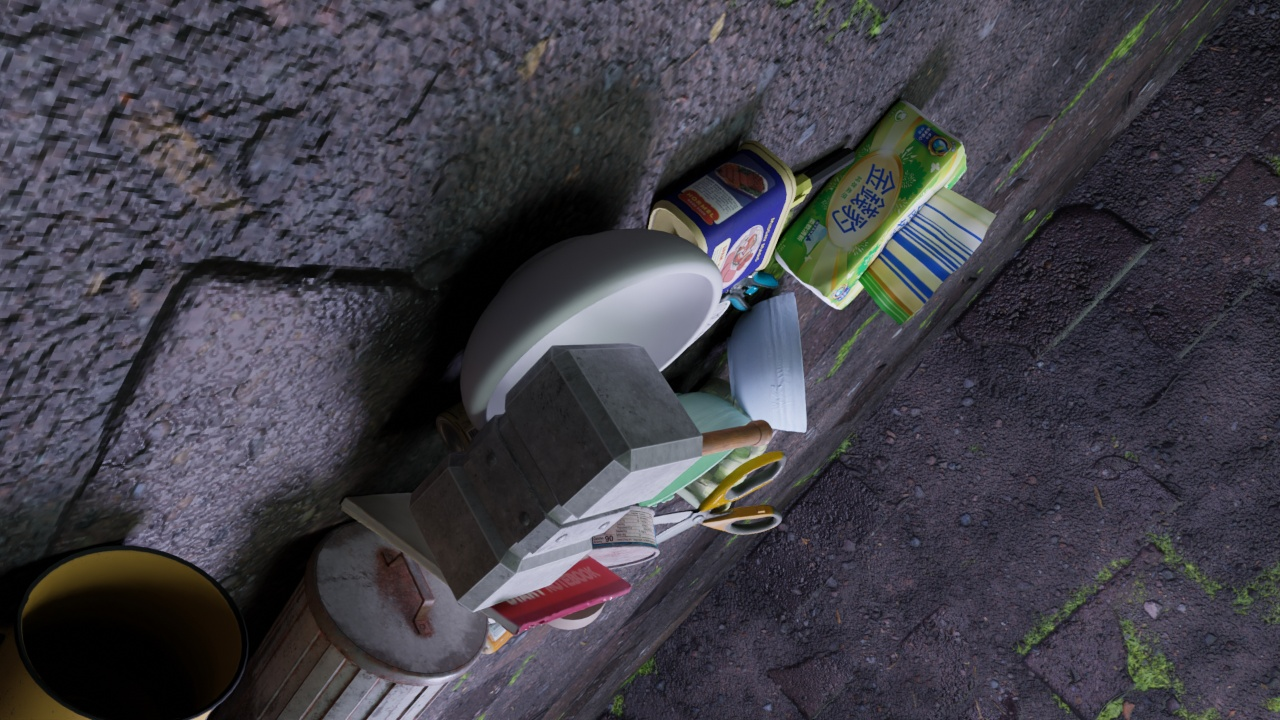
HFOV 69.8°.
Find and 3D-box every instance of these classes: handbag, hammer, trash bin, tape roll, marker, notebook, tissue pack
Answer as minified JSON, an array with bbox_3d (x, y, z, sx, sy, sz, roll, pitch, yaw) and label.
[{"bbox_3d":[0.096,0.100,1.103,0.116,0.113,0.187,-37,161,-49],"label":"handbag"},{"bbox_3d":[0.014,0.064,0.639,0.163,0.083,0.317,-44,158,28],"label":"hammer"},{"bbox_3d":[-0.207,0.218,0.643,0.211,0.131,0.130,-52,162,22],"label":"trash bin"},{"bbox_3d":[-0.084,0.265,1.078,0.093,0.093,0.030,-34,159,-33],"label":"tape roll"},{"bbox_3d":[0.151,-0.159,0.806,0.123,0.021,0.018,-35,160,-35],"label":"marker"},{"bbox_3d":[-0.101,0.139,0.674,0.012,0.153,0.208,-61,161,4],"label":"notebook"},{"bbox_3d":[0.249,-0.127,0.896,0.198,0.141,0.120,-52,161,18],"label":"tissue pack"}]

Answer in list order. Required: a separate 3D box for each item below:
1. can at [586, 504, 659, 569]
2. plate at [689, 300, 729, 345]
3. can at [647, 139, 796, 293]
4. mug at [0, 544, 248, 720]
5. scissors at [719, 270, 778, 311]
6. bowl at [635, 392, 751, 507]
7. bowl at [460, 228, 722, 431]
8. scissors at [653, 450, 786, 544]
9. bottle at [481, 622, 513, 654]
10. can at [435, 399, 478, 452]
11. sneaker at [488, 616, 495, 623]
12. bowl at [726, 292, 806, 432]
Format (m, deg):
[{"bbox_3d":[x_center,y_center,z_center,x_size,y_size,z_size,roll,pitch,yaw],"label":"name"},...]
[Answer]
[{"bbox_3d":[-0.047,0.189,0.966,0.130,0.044,0.130,-6,158,-3],"label":"can"},{"bbox_3d":[-0.004,0.004,0.767,0.188,0.016,0.188,-38,174,-5],"label":"plate"},{"bbox_3d":[0.053,-0.092,0.675,0.092,0.056,0.116,-36,160,-26],"label":"can"},{"bbox_3d":[-0.269,0.154,0.436,0.123,0.100,0.094,27,113,-29],"label":"mug"},{"bbox_3d":[0.102,-0.074,0.880,0.143,0.019,0.127,-27,160,-32],"label":"scissors"},{"bbox_3d":[0.039,0.084,0.973,0.150,0.077,0.151,-32,163,-11],"label":"bowl"},{"bbox_3d":[-0.039,-0.026,0.570,0.176,0.066,0.177,-29,160,-12],"label":"bowl"},{"bbox_3d":[0.089,0.181,1.077,0.225,0.016,0.216,-33,141,14],"label":"scissors"},{"bbox_3d":[-0.124,0.247,1.007,0.166,0.059,0.059,-37,161,-35],"label":"bottle"},{"bbox_3d":[-0.098,0.034,0.634,0.079,0.038,0.038,-35,159,-31],"label":"can"},{"bbox_3d":[-0.149,0.225,0.866,0.084,0.079,0.236,-18,148,-57],"label":"sneaker"},{"bbox_3d":[0.131,0.005,0.972,0.075,0.150,0.150,-5,162,6],"label":"bowl"}]
